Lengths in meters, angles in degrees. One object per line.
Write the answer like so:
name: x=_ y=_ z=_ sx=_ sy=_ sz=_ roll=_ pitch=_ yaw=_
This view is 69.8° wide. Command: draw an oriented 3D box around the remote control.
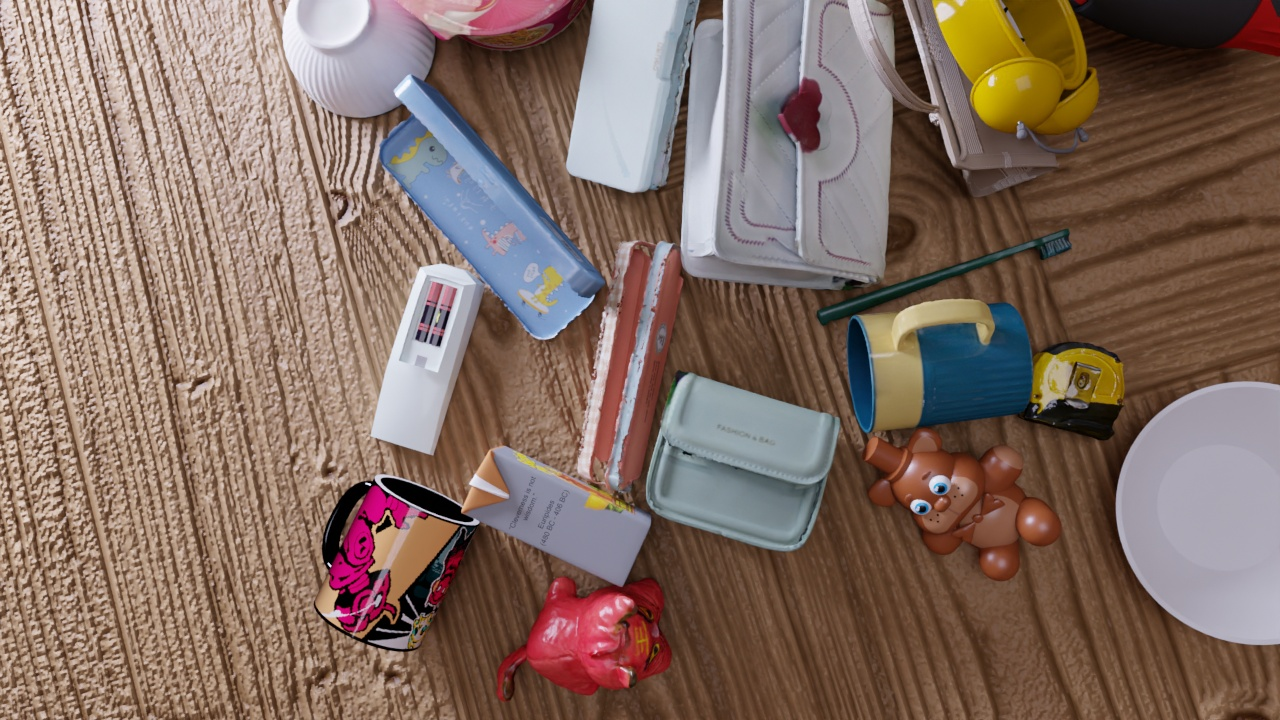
remote control: x=-0.163 y=-0.003 z=0.697 sx=0.049 sy=0.024 sz=0.143 roll=16 pitch=87 yaw=6

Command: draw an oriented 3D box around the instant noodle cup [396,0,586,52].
instant noodle cup: x=-0.106 y=-0.313 z=0.689 sx=0.179 sy=0.077 sz=0.178 roll=-1 pitch=84 yaw=5

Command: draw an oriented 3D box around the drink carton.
drink carton: x=-0.058 y=0.109 z=0.656 sx=0.125 sy=0.076 sz=0.048 roll=25 pitch=88 yaw=2

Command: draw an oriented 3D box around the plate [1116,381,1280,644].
plate: x=0.410 y=0.103 z=0.630 sx=0.174 sy=0.036 sz=0.174 roll=0 pitch=86 yaw=5

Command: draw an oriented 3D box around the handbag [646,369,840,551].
handbag: x=0.068 y=0.073 z=0.650 sx=0.122 sy=0.067 sz=0.106 roll=16 pitch=86 yaw=6

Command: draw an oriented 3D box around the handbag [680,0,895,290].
handbag: x=0.109 y=-0.153 z=0.643 sx=0.142 sy=0.096 sz=0.198 roll=4 pitch=84 yaw=-12

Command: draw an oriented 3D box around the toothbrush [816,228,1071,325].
toothbrush: x=0.222 y=-0.059 z=0.670 sx=0.190 sy=0.016 sz=0.017 roll=-18 pitch=86 yaw=4

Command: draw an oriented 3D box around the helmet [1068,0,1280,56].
helmet: x=0.337 y=-0.324 z=0.604 sx=0.170 sy=0.164 sz=0.264 roll=-5 pitch=86 yaw=4

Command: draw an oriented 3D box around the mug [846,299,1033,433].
mug: x=0.202 y=-0.003 z=0.620 sx=0.107 sy=0.114 sz=0.083 roll=-5 pitch=60 yaw=4

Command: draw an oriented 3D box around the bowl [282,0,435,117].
bowl: x=-0.223 y=-0.253 z=0.702 sx=0.118 sy=0.062 sz=0.118 roll=0 pitch=86 yaw=5

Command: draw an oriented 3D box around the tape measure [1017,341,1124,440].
tape measure: x=0.305 y=0.018 z=0.646 sx=0.065 sy=0.037 sz=0.064 roll=15 pitch=88 yaw=6

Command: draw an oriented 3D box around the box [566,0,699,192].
box: x=-0.005 y=-0.224 z=0.657 sx=0.083 sy=0.066 sz=0.199 roll=10 pitch=110 yaw=-2

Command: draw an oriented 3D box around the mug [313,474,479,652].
mug: x=-0.188 y=0.138 z=0.668 sx=0.118 sy=0.081 sz=0.098 roll=24 pitch=88 yaw=34

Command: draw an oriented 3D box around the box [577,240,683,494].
box: x=0.002 y=0.005 z=0.668 sx=0.058 sy=0.062 sz=0.188 roll=11 pitch=88 yaw=-39

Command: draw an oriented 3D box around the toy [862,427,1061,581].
toy: x=0.213 y=0.093 z=0.627 sx=0.127 sy=0.065 sz=0.095 roll=28 pitch=116 yaw=-6

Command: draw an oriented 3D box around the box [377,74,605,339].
box: x=-0.118 y=-0.113 z=0.677 sx=0.078 sy=0.074 sz=0.209 roll=-43 pitch=83 yaw=5

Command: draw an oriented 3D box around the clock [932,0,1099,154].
clock: x=0.236 y=-0.199 z=0.575 sx=0.052 sy=0.113 sz=0.152 roll=-27 pitch=79 yaw=47

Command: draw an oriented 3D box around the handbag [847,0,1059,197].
handbag: x=0.190 y=-0.204 z=0.597 sx=0.062 sy=0.197 sz=0.175 roll=-19 pitch=83 yaw=40

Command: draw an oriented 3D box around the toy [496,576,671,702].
toy: x=-0.046 y=0.198 z=0.637 sx=0.133 sy=0.094 sz=0.088 roll=-20 pitch=85 yaw=5
